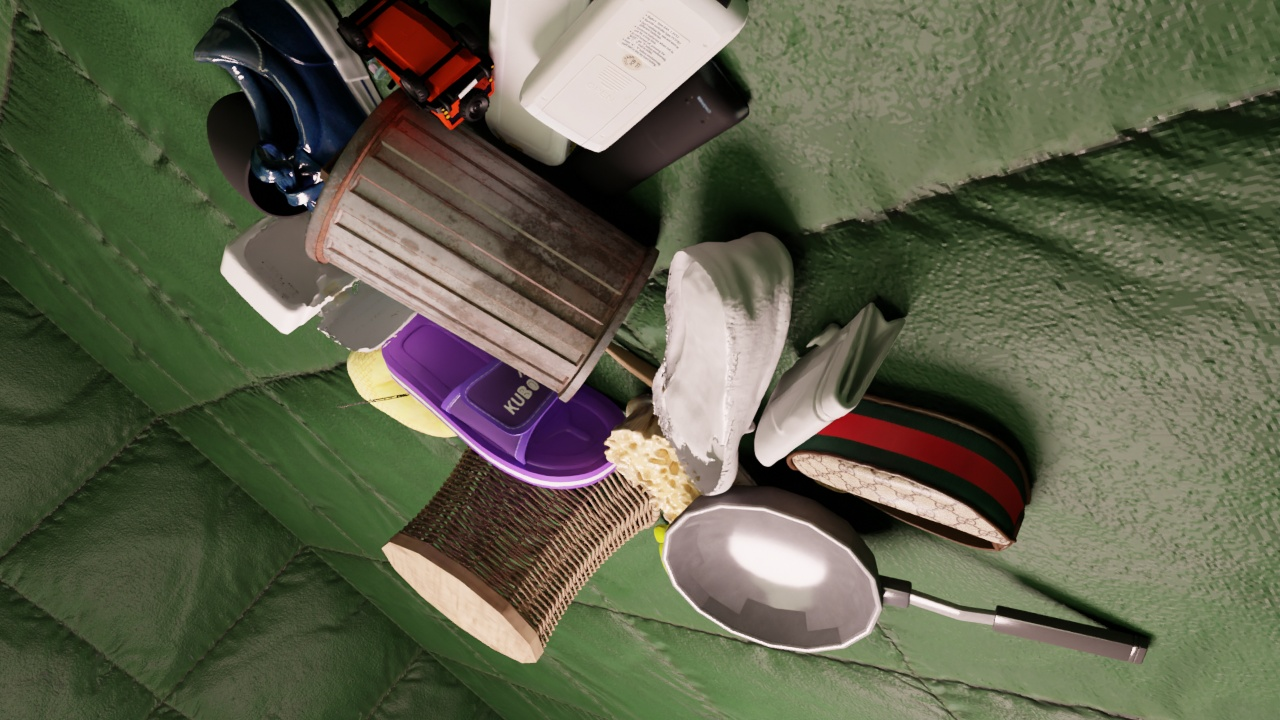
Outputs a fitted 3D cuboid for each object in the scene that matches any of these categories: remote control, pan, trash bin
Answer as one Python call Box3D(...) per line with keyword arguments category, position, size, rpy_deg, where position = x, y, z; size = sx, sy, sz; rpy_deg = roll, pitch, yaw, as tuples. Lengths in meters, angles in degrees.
Box3D(category="remote control", position=(-0.008, -0.159, 0.480), size=(0.060, 0.025, 0.139), rpy_deg=(27, 148, -26))
Box3D(category="pan", position=(0.190, 0.176, 0.709), size=(0.358, 0.041, 0.179), rpy_deg=(9, 132, 20))
Box3D(category="trash bin", position=(-0.109, -0.078, 0.611), size=(0.211, 0.130, 0.131), rpy_deg=(32, 152, -7))
Box3D(category="remote control", position=(0.005, -0.131, 0.545), size=(0.041, 0.020, 0.152), rpy_deg=(48, 150, -15))

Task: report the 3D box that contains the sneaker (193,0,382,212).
Box3D(category="sneaker", position=(-0.231, -0.132, 0.703), size=(0.121, 0.127, 0.295), rpy_deg=(14, 145, 40))

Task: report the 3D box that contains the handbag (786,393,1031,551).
Box3D(category="handbag", position=(0.175, 0.082, 0.627), size=(0.167, 0.063, 0.138), rpy_deg=(15, 153, 35))

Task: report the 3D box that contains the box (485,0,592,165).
Box3D(category="box", position=(-0.054, -0.191, 0.513), size=(0.064, 0.033, 0.210), rpy_deg=(32, 152, 6))

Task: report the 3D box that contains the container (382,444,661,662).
Box3D(category="container", position=(-0.125, 0.170, 0.940), size=(0.227, 0.195, 0.227), rpy_deg=(28, 150, 18))

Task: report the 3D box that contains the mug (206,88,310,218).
Box3D(category="mug", position=(-0.310, -0.193, 0.761), size=(0.100, 0.084, 0.119), rpy_deg=(39, 124, 28))

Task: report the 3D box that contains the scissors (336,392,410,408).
Box3D(category="scissors", position=(-0.223, 0.034, 0.923), size=(0.132, 0.169, 0.012), rpy_deg=(143, 114, -83))

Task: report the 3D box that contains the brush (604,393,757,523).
Box3D(category="brush", position=(0.073, 0.136, 0.811), size=(0.083, 0.056, 0.271), rpy_deg=(-16, 122, 46))

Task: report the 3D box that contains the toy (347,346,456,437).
Box3D(category="toy", position=(-0.263, 0.032, 1.040), size=(0.155, 0.064, 0.170), rpy_deg=(5, 145, 27))

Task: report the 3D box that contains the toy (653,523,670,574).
Box3D(category="toy", position=(0.049, 0.210, 0.973), size=(0.094, 0.036, 0.094), rpy_deg=(42, 148, 4))

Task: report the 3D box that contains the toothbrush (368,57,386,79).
Box3D(category="toothbrush", position=(-0.153, -0.227, 0.588), size=(0.016, 0.022, 0.155), rpy_deg=(3, 164, -27))

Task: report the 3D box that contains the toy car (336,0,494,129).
Box3D(category="toy car", position=(-0.130, -0.180, 0.545), size=(0.100, 0.051, 0.049), rpy_deg=(42, 169, 20))

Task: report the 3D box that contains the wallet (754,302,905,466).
Box3D(category="wallet", position=(0.110, 0.014, 0.572), size=(0.032, 0.086, 0.116), rpy_deg=(34, 148, -4))

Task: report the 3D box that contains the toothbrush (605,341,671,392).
Box3D(category="toothbrush", position=(-0.004, 0.004, 0.755), size=(0.167, 0.016, 0.016), rpy_deg=(33, 151, 9))

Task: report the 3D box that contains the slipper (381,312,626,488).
Box3D(category="slipper", position=(-0.133, 0.016, 0.832), size=(0.267, 0.107, 0.084), rpy_deg=(29, 149, 24))

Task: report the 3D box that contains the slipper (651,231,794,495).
Box3D(category="slipper", position=(0.054, 0.008, 0.629), size=(0.247, 0.074, 0.112), rpy_deg=(95, 160, -51))

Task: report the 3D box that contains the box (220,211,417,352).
Box3D(category="box", position=(-0.302, -0.070, 0.880), size=(0.190, 0.110, 0.083), rpy_deg=(38, 151, 7))
